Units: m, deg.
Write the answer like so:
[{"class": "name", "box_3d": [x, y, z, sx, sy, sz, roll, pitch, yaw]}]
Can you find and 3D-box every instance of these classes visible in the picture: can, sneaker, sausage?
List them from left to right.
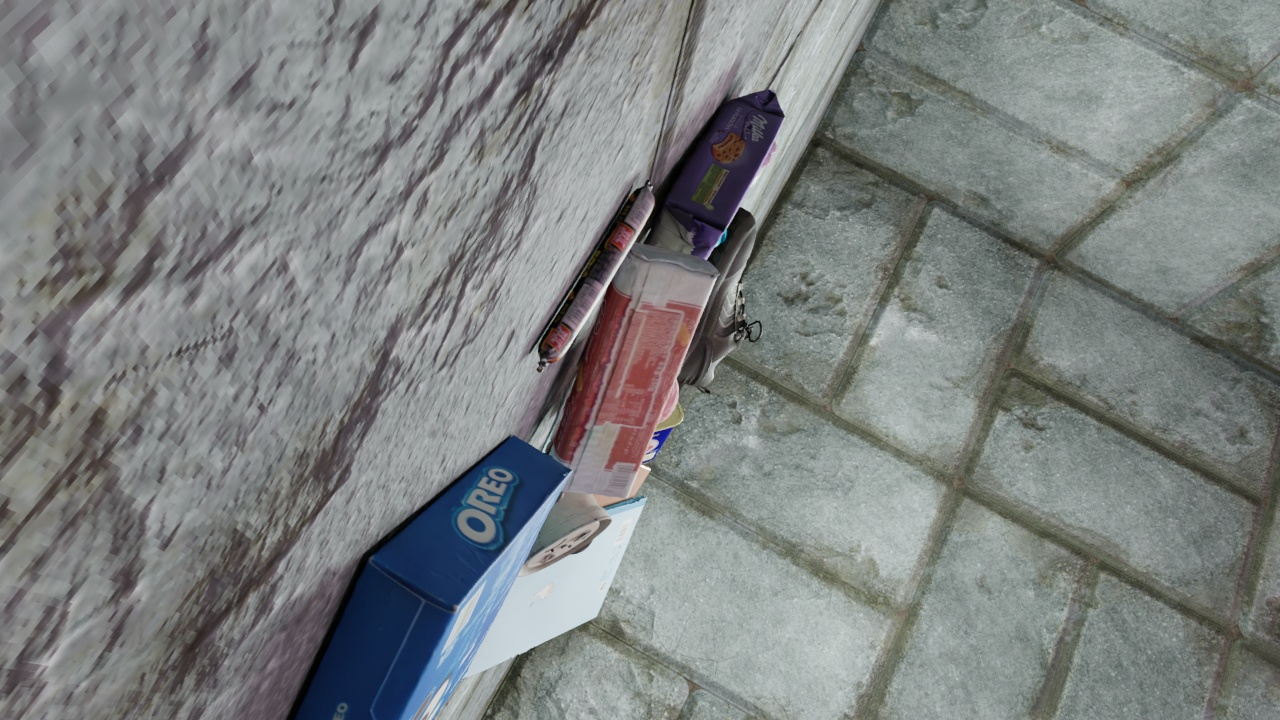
[{"class": "sausage", "box_3d": [-0.028, -0.057, 0.605, 0.155, 0.020, 0.020, -60, 175, -16]}, {"class": "can", "box_3d": [-0.020, 0.084, 1.064, 0.116, 0.056, 0.092, -13, 151, -28]}, {"class": "sneaker", "box_3d": [0.107, -0.061, 1.135, 0.238, 0.143, 0.101, -62, -153, 4]}]

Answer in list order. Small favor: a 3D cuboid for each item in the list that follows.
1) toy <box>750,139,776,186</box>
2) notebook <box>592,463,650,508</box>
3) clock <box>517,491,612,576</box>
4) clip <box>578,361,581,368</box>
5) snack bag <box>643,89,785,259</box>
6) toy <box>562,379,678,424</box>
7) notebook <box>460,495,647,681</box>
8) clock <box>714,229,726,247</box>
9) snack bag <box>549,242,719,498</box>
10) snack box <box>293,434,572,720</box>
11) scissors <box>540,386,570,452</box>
[{"class": "toy", "box_3d": [0.106, -0.206, 0.913, 0.079, 0.038, 0.122, -68, -162, 4]}, {"class": "notebook", "box_3d": [-0.067, 0.159, 1.008, 0.141, 0.008, 0.209, -58, 153, -2]}, {"class": "clock", "box_3d": [-0.081, 0.159, 0.898, 0.103, 0.061, 0.157, -34, 163, 5]}, {"class": "clip", "box_3d": [-0.025, -0.040, 0.795, 0.055, 0.045, 0.102, -42, 163, -55]}, {"class": "snack bag", "box_3d": [0.062, -0.151, 0.794, 0.204, 0.058, 0.097, -62, -179, -39]}, {"class": "toy", "box_3d": [-0.020, 0.029, 0.825, 0.105, 0.108, 0.053, -48, 142, 2]}, {"class": "notebook", "box_3d": [-0.092, 0.249, 1.033, 0.252, 0.009, 0.181, -4, 120, -57]}, {"class": "clock", "box_3d": [0.062, -0.129, 1.042, 0.130, 0.044, 0.099, -55, 177, 15]}, {"class": "snack bag", "box_3d": [-0.012, 0.013, 0.741, 0.041, 0.077, 0.226, -116, -139, -57]}, {"class": "snack box", "box_3d": [-0.134, 0.170, 0.587, 0.196, 0.056, 0.238, -62, 176, 14]}, {"class": "scissors", "box_3d": [-0.096, 0.103, 0.776, 0.171, 0.023, 0.172, -7, 112, -76]}]
